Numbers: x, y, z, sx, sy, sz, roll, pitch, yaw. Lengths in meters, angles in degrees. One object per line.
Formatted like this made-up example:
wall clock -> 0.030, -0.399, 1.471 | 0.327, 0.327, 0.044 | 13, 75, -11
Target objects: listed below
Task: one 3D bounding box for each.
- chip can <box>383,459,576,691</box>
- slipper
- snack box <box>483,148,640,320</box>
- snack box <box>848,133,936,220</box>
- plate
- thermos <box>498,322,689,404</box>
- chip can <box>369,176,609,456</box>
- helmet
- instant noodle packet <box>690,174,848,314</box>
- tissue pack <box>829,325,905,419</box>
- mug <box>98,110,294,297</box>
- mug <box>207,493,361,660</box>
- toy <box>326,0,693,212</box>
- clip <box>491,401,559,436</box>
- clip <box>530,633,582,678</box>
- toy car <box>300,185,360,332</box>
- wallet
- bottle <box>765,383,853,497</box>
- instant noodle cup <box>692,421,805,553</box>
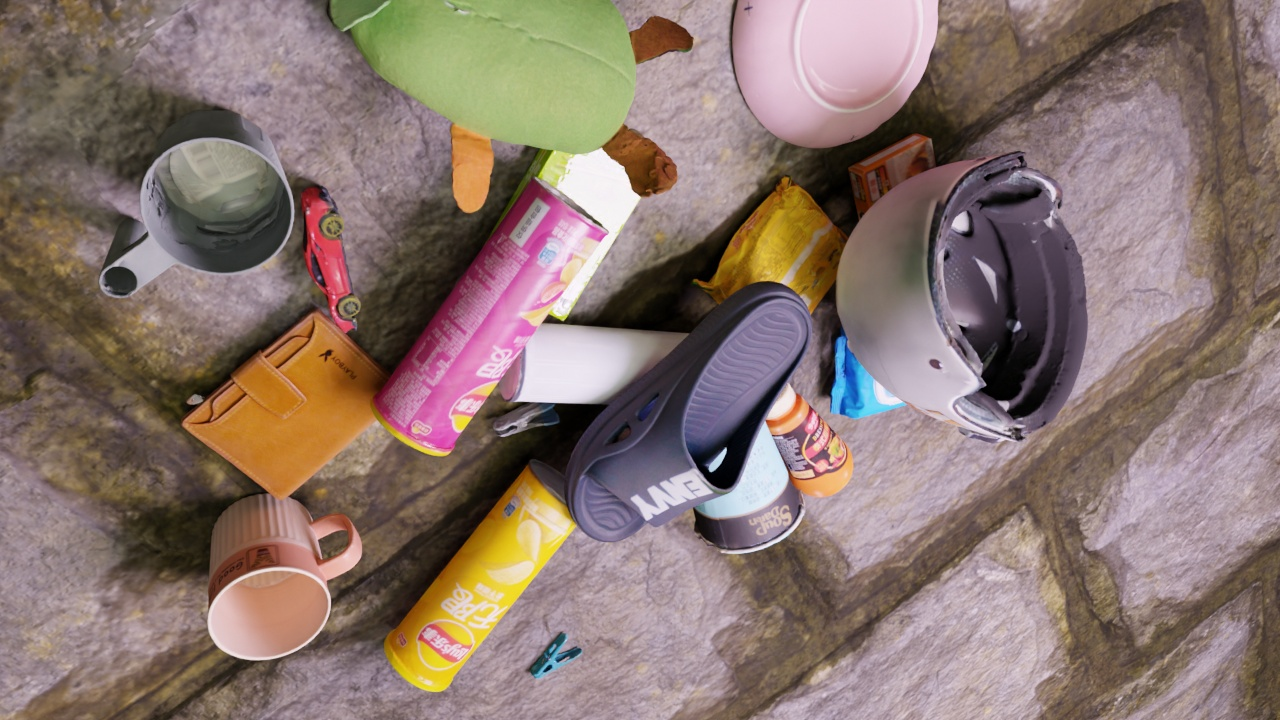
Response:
chip can -> -0.135, 0.191, 0.812 | 0.072, 0.072, 0.213 | 36, 97, -34
slipper -> 0.043, 0.055, 0.736 | 0.110, 0.083, 0.268 | 35, 102, -34
snack box -> -0.057, -0.116, 0.721 | 0.085, 0.026, 0.156 | 25, 103, -32
snack box -> 0.244, -0.126, 0.855 | 0.075, 0.026, 0.154 | -28, 123, -9
plate -> 0.167, -0.265, 0.741 | 0.192, 0.039, 0.193 | -10, 118, -20
thermos -> -0.005, 0.005, 0.780 | 0.224, 0.073, 0.073 | 3, 113, -24
chip can -> -0.111, -0.031, 0.680 | 0.071, 0.071, 0.211 | 32, 100, -33
helmet -> 0.263, -0.052, 0.785 | 0.273, 0.157, 0.230 | 17, 81, -48
instant noodle packet -> 0.120, -0.081, 0.810 | 0.110, 0.044, 0.128 | 39, 91, -28
tissue pack -> 0.259, -0.001, 0.909 | 0.157, 0.052, 0.095 | -15, 120, -18
mug -> -0.283, -0.098, 0.580 | 0.124, 0.103, 0.084 | -36, 124, -3
mug -> -0.274, 0.156, 0.710 | 0.114, 0.106, 0.082 | -26, 123, -11
toy -> -0.081, -0.207, 0.621 | 0.246, 0.090, 0.226 | 16, 80, -21
clip -> -0.100, 0.048, 0.787 | 0.058, 0.026, 0.042 | -22, 129, -9
clip -> -0.088, 0.301, 0.926 | 0.054, 0.013, 0.033 | -37, 123, -6
toy car -> -0.222, -0.070, 0.655 | 0.031, 0.049, 0.106 | -14, 120, -17
wallet -> -0.266, 0.030, 0.698 | 0.130, 0.035, 0.119 | -40, 130, -2
bottle -> 0.151, 0.068, 0.893 | 0.066, 0.067, 0.149 | -39, 117, -2
instant noodle cup -> 0.087, 0.098, 0.855 | 0.111, 0.111, 0.120 | -25, 114, -12
